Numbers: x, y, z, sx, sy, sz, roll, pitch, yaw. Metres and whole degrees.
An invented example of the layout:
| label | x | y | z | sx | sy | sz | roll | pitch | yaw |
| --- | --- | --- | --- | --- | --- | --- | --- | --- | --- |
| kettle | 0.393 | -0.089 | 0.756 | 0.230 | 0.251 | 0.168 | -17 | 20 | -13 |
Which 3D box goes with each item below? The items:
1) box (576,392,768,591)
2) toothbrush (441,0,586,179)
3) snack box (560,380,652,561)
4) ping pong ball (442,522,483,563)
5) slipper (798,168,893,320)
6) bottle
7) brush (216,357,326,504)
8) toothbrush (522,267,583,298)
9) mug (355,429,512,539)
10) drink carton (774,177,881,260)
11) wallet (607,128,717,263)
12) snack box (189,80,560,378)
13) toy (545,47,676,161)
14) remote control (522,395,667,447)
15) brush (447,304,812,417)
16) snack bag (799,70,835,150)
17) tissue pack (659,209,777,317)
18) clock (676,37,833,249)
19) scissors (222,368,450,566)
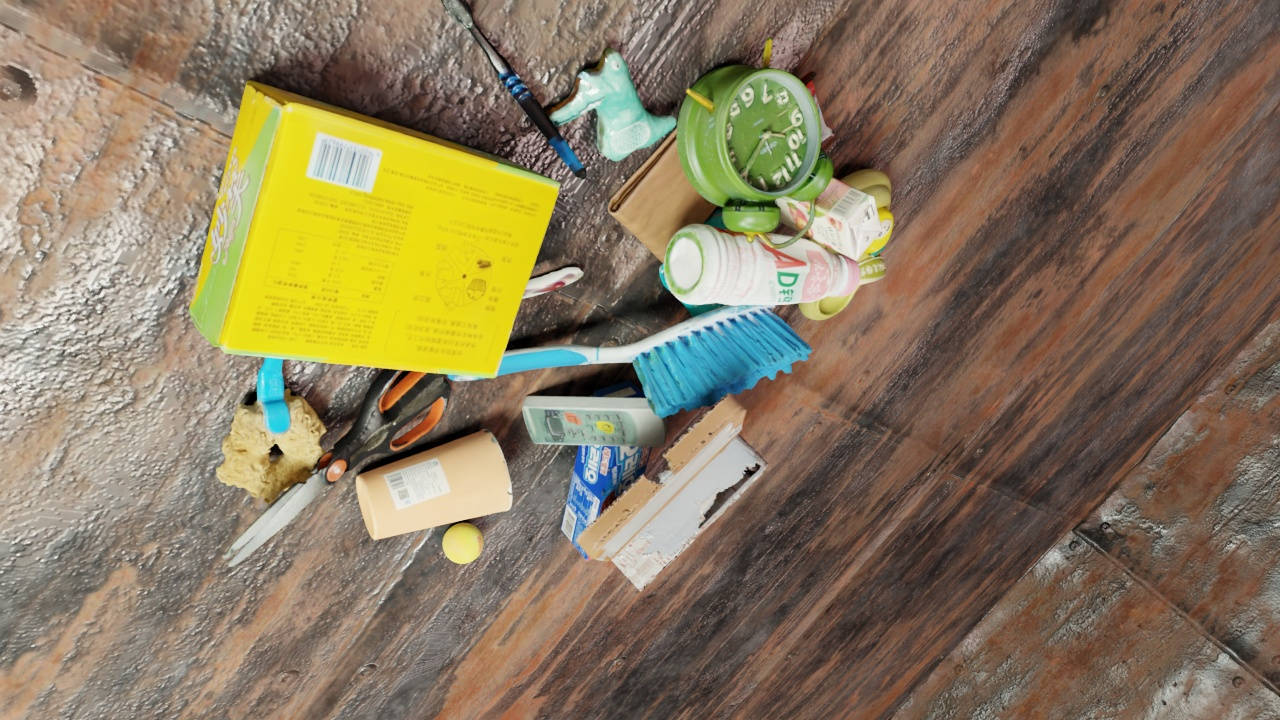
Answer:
| label | x | y | z | sx | sy | sz | roll | pitch | yaw |
| --- | --- | --- | --- | --- | --- | --- | --- | --- | --- |
| box | 0.032 | 0.125 | 0.855 | 0.176 | 0.082 | 0.260 | -44 | 167 | -6 |
| toothbrush | -0.084 | -0.188 | 0.647 | 0.014 | 0.016 | 0.189 | -35 | 139 | 6 |
| snack box | -0.035 | 0.121 | 0.976 | 0.058 | 0.057 | 0.208 | -17 | 136 | -35 |
| ping pong ball | -0.178 | 0.183 | 0.921 | 0.040 | 0.040 | 0.040 | -25 | 140 | -23 |
| slipper | 0.228 | -0.110 | 0.970 | 0.091 | 0.081 | 0.191 | -22 | 141 | -30 |
| bottle | 0.116 | -0.080 | 0.822 | 0.196 | 0.068 | 0.068 | 1 | 126 | -35 |
| brush | -0.262 | 0.000 | 0.664 | 0.083 | 0.046 | 0.255 | -8 | 127 | -36 |
| toothbrush | -0.128 | -0.044 | 0.760 | 0.187 | 0.017 | 0.016 | -22 | 139 | -25 |
| mug | -0.186 | 0.114 | 0.821 | 0.122 | 0.078 | 0.078 | -15 | 135 | -26 |
| drink carton | 0.157 | -0.144 | 0.833 | 0.045 | 0.122 | 0.053 | -46 | 143 | -9 |
| wallet | 0.034 | -0.150 | 0.804 | 0.115 | 0.020 | 0.101 | -49 | 144 | 5 |
| snack box | -0.173 | -0.077 | 0.618 | 0.209 | 0.070 | 0.158 | 7 | 109 | -46 |
| toy | -0.025 | -0.191 | 0.701 | 0.096 | 0.030 | 0.092 | -31 | 138 | -4 |
| remote control | -0.042 | 0.058 | 0.869 | 0.135 | 0.019 | 0.056 | 1 | 136 | 11 |
| brush | -0.005 | 0.005 | 0.821 | 0.314 | 0.109 | 0.061 | -20 | 163 | -17 |
| snack bag | 0.150 | -0.218 | 0.834 | 0.045 | 0.026 | 0.105 | -46 | 146 | -1 |
| tissue pack | 0.082 | -0.074 | 0.891 | 0.093 | 0.050 | 0.133 | -43 | 139 | 0 |
| clock | 0.099 | -0.169 | 0.756 | 0.116 | 0.056 | 0.161 | -37 | 115 | -20 |
| scissors | -0.228 | 0.086 | 0.727 | 0.234 | 0.022 | 0.148 | -58 | 156 | -15 |
